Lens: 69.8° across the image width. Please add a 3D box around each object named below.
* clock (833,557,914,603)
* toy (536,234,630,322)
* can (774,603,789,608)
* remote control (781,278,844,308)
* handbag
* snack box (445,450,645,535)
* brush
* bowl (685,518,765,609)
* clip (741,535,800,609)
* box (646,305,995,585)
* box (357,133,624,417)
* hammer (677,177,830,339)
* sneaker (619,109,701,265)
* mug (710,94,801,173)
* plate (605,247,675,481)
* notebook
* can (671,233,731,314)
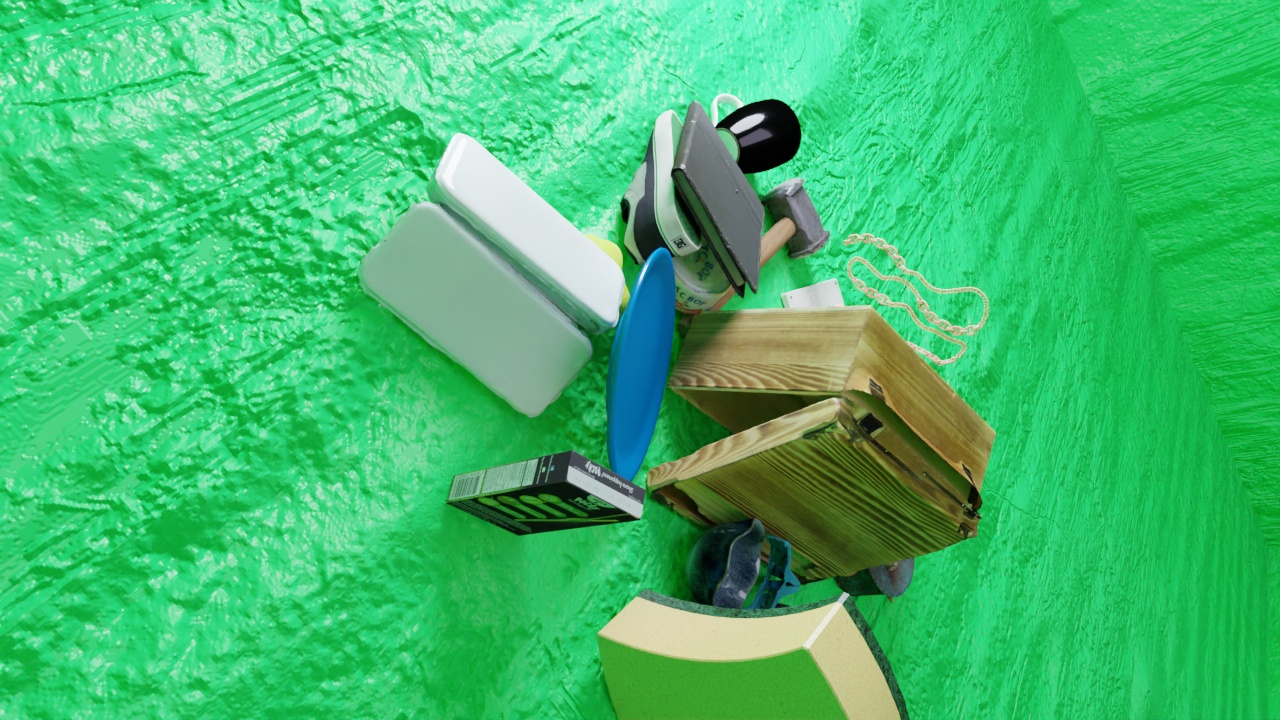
[{"bbox_3d":[0.282,0.227,1.140,0.157,0.073,0.121,35,54,-34],"label":"clock"},{"bbox_3d":[-0.059,-0.077,0.886,0.115,0.046,0.092,-9,85,-41],"label":"toy"},{"bbox_3d":[0.133,0.294,0.947,0.137,0.054,0.054,-15,89,-68],"label":"can"},{"bbox_3d":[0.232,-0.076,1.225,0.135,0.011,0.050,-18,92,-48],"label":"remote control"},{"bbox_3d":[0.286,-0.041,1.122,0.199,0.188,0.116,40,37,17],"label":"handbag"},{"bbox_3d":[-0.077,0.109,0.731,0.080,0.148,0.025,34,55,-36],"label":"snack box"},{"bbox_3d":[0.096,0.301,0.781,0.075,0.251,0.195,-32,105,-47],"label":"brush"},{"bbox_3d":[0.081,0.208,0.929,0.110,0.055,0.110,-38,136,-49],"label":"bowl"},{"bbox_3d":[0.137,0.239,0.965,0.118,0.033,0.121,-54,146,-39],"label":"clip"},{"bbox_3d":[0.197,0.102,0.952,0.279,0.259,0.220,37,65,-35],"label":"box"},{"bbox_3d":[-0.114,-0.075,0.786,0.210,0.084,0.185,42,59,-24],"label":"box"},{"bbox_3d":[0.134,-0.119,1.112,0.327,0.052,0.098,-44,110,-41],"label":"hammer"},{"bbox_3d":[0.018,-0.189,0.993,0.084,0.079,0.234,51,29,-35],"label":"sneaker"},{"bbox_3d":[0.124,-0.283,1.132,0.100,0.085,0.119,-27,68,-37],"label":"mug"},{"bbox_3d":[-0.005,0.005,0.860,0.224,0.024,0.224,11,89,-78],"label":"plate"},{"bbox_3d":[0.089,-0.179,1.004,0.169,0.029,0.208,56,28,-24],"label":"notebook"},{"bbox_3d":[0.058,-0.097,1.001,0.086,0.043,0.086,12,61,-22],"label":"can"}]
